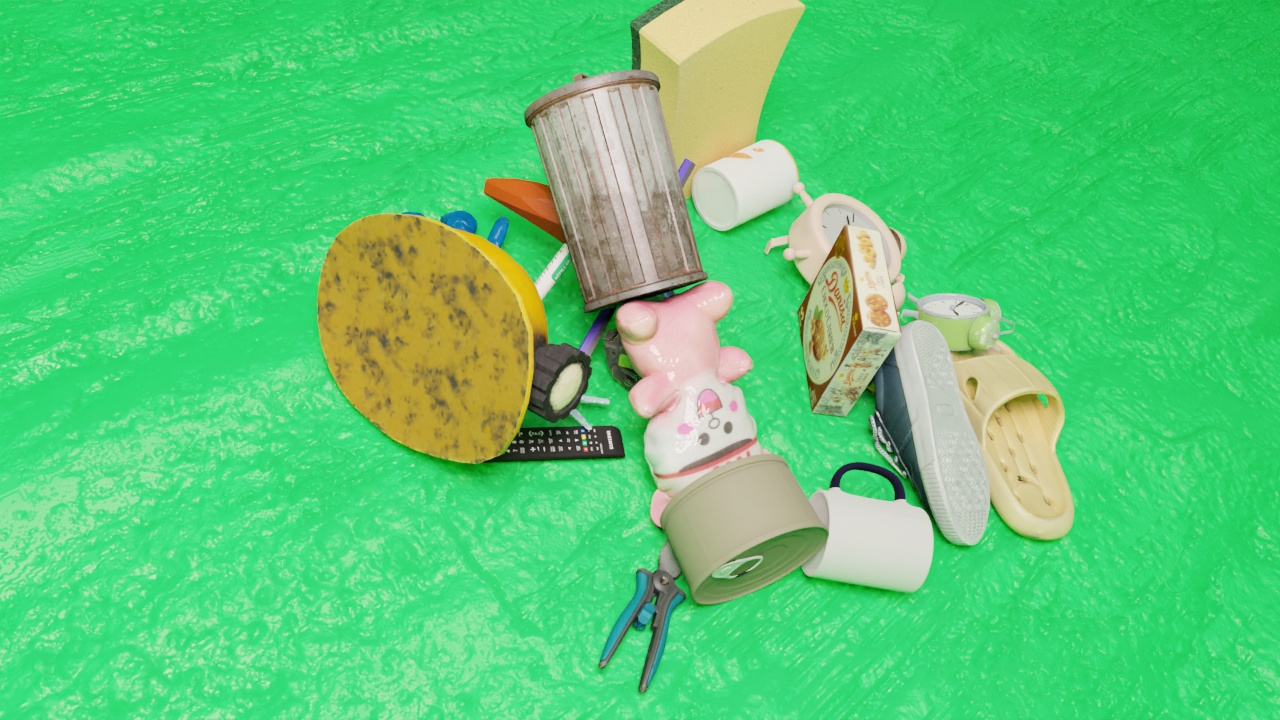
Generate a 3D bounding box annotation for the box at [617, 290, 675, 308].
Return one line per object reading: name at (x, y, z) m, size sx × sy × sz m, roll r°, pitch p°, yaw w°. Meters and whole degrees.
box at (-0.001, -0.097, 0.987) m, size 0.072 × 0.079 × 0.210 m, roll -18°, pitch 59°, yaw -23°

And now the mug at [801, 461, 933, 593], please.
mug at (0.206, 0.149, 0.842) m, size 0.097 × 0.079 × 0.111 m, roll 11°, pitch 73°, yaw -7°

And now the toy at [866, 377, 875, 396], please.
toy at (0.265, -0.005, 1.012) m, size 0.084 × 0.046 × 0.103 m, roll 12°, pitch 55°, yaw -23°

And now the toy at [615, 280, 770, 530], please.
toy at (0.048, 0.040, 0.852) m, size 0.141 × 0.084 × 0.213 m, roll -18°, pitch 90°, yaw -30°

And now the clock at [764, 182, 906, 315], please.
clock at (0.237, -0.124, 1.084) m, size 0.160 × 0.086 × 0.130 m, roll 22°, pitch 51°, yaw -10°

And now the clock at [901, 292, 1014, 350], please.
clock at (0.361, -0.044, 1.043) m, size 0.119 × 0.043 × 0.094 m, roll 7°, pitch 26°, yaw 22°

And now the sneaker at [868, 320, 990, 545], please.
sneaker at (0.280, 0.074, 0.929) m, size 0.089 × 0.088 × 0.235 m, roll 1°, pitch 73°, yaw -40°

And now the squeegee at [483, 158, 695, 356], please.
squeegee at (-0.079, -0.148, 0.948) m, size 0.185 × 0.055 × 0.249 m, roll 24°, pitch 71°, yaw 11°

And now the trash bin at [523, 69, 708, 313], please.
trash bin at (-0.023, -0.162, 0.860) m, size 0.130 × 0.131 × 0.211 m, roll -16°, pitch 92°, yaw -26°

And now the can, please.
can at (0.087, 0.145, 0.788) m, size 0.127 × 0.128 × 0.073 m, roll -12°, pitch 57°, yaw -24°

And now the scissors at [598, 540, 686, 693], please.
scissors at (0.005, 0.211, 0.782) m, size 0.149 × 0.019 × 0.131 m, roll -5°, pitch 58°, yaw -30°

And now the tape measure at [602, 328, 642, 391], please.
tape measure at (-0.005, 0.005, 0.914) m, size 0.059 × 0.066 × 0.035 m, roll 13°, pitch 45°, yaw 26°

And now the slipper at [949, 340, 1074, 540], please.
slipper at (0.395, 0.062, 0.973) m, size 0.111 × 0.079 × 0.261 m, roll 2°, pitch 52°, yaw -10°

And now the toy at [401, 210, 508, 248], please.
toy at (-0.182, -0.106, 0.952) m, size 0.112 × 0.071 × 0.176 m, roll -16°, pitch 58°, yaw -39°

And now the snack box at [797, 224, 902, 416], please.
snack box at (0.213, -0.040, 0.956) m, size 0.041 × 0.147 × 0.143 m, roll 8°, pitch 52°, yaw -9°

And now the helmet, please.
helmet at (-0.160, -0.030, 0.832) m, size 0.255 × 0.206 × 0.131 m, roll 27°, pitch 24°, yaw 25°

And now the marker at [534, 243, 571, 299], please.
marker at (-0.112, -0.053, 0.906) m, size 0.017 × 0.017 × 0.145 m, roll 37°, pitch 90°, yaw 14°

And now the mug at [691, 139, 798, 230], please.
mug at (0.126, -0.212, 1.108) m, size 0.105 × 0.082 × 0.082 m, roll -29°, pitch 65°, yaw -31°

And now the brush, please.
brush at (0.067, -0.303, 1.053) m, size 0.194 × 0.251 × 0.075 m, roll -33°, pitch 67°, yaw -29°

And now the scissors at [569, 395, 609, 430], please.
scissors at (-0.095, 0.022, 0.905) m, size 0.138 × 0.015 × 0.119 m, roll 9°, pitch 46°, yaw -5°

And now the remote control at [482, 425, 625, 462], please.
remote control at (-0.086, 0.080, 0.864) m, size 0.146 × 0.015 × 0.033 m, roll 0°, pitch 53°, yaw -16°
